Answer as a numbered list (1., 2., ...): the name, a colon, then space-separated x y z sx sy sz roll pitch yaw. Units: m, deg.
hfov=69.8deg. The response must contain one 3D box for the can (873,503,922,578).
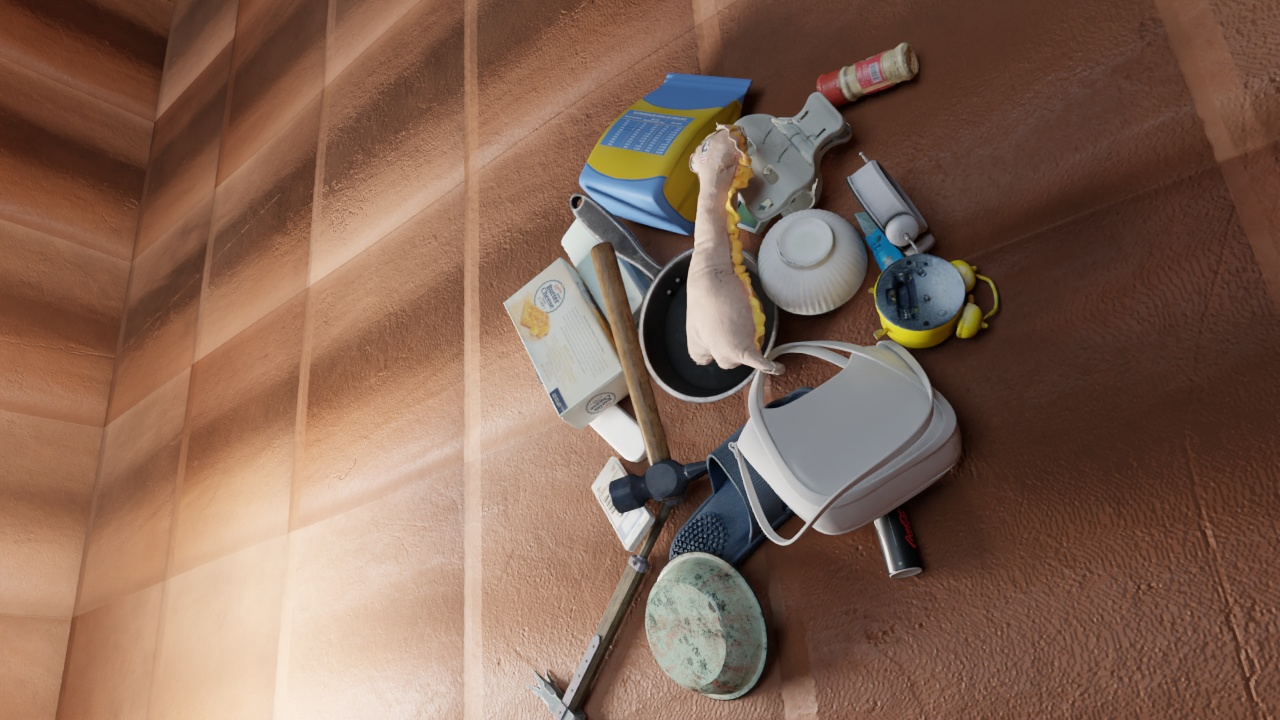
1. can: 0.240 0.162 0.868 0.032 0.031 0.080 -29 57 33

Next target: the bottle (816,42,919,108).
1. bottle: 0.252 -0.315 1.021 0.109 0.044 0.044 -12 67 40

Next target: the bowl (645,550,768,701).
1. bowl: 0.059 0.280 0.957 0.158 0.038 0.157 4 96 43

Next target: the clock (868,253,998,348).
1. clock: 0.282 -0.057 0.882 0.119 0.057 0.083 -7 63 14

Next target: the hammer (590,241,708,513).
1. hammer: -0.006 0.006 1.074 0.129 0.040 0.321 -21 72 18

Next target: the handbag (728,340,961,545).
1. handbag: 0.174 0.054 0.892 0.215 0.096 0.222 -32 44 -4

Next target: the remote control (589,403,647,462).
1. remote control: -0.032 0.082 1.163 0.136 0.013 0.043 39 103 44

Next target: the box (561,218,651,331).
1. box: -0.043 -0.117 1.223 0.083 0.066 0.199 -37 53 5

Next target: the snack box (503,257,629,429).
1. snack box: -0.091 -0.024 1.195 0.104 0.057 0.207 -37 57 11

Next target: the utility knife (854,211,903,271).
1. utility knife: 0.263 -0.092 0.950 0.031 0.015 0.178 -31 54 18

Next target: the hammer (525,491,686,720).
1. hammer: -0.022 0.287 1.070 0.147 0.028 0.317 30 97 45

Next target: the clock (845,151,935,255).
1. clock: 0.255 -0.149 0.924 0.035 0.094 0.122 -39 58 22

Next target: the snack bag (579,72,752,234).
1. snack bag: 0.039 -0.278 1.174 0.159 0.102 0.205 23 81 45

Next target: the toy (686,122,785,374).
1. toy: 0.103 -0.120 0.978 0.196 0.065 0.264 16 101 55

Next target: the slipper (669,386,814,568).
1. slipper: 0.105 0.138 0.968 0.264 0.082 0.101 -54 49 15

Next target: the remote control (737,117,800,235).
1. remote control: 0.157 -0.218 1.086 0.049 0.024 0.143 31 96 40

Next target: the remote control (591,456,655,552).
1. remote control: -0.023 0.170 1.101 0.050 0.011 0.136 -57 32 11

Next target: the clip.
1. clip: 0.168 -0.229 1.040 0.152 0.097 0.126 -33 65 0

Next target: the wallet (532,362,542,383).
1. wallet: -0.121 -0.029 1.277 0.089 0.026 0.115 -44 50 25

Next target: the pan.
1. pan: 0.029 -0.096 1.106 0.357 0.055 0.187 47 109 32

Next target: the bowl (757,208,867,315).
1. bowl: 0.179 -0.114 0.974 0.118 0.062 0.118 -6 69 16
